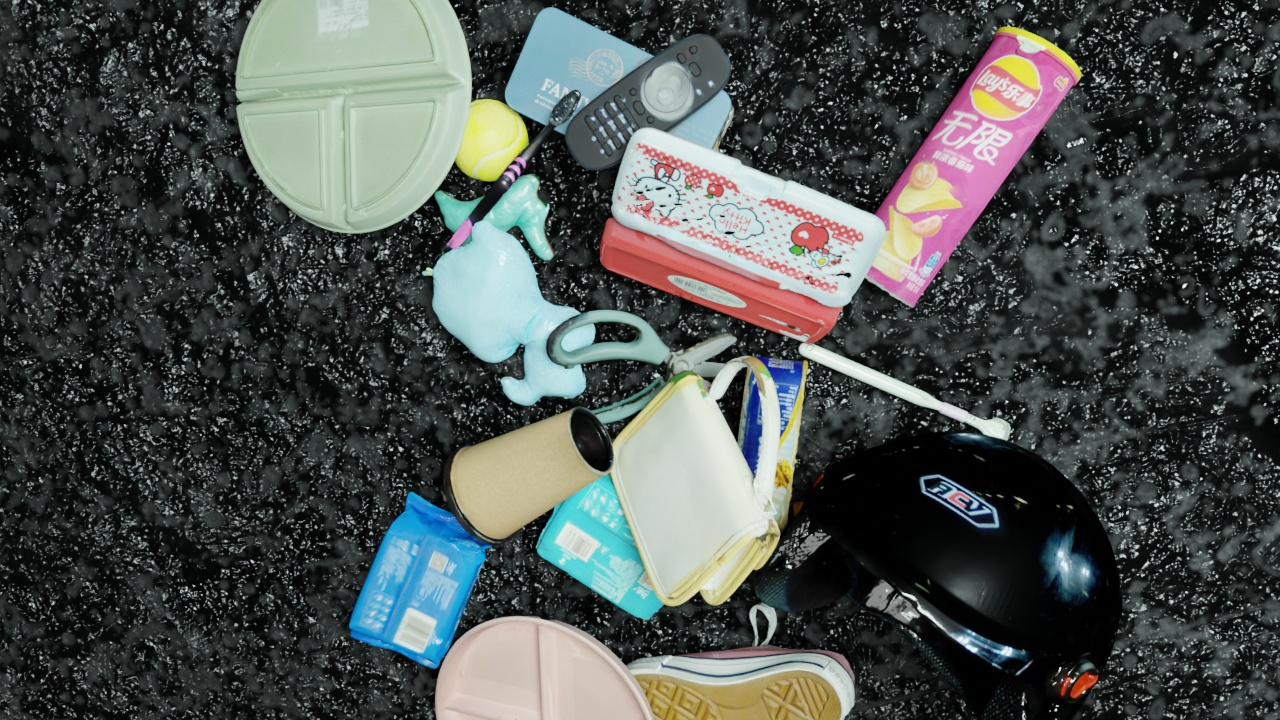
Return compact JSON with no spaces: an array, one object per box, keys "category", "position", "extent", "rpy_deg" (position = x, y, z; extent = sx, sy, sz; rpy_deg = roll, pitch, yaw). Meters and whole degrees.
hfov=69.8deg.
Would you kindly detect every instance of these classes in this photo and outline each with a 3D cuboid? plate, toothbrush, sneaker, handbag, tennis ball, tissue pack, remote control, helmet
[{"category":"plate","position":[-0.085,0.337,0.842],"extent":[0.230,0.028,0.229],"rpy_deg":[5,103,22]},{"category":"toothbrush","position":[0.222,0.027,0.779],"extent":[0.189,0.020,0.029],"rpy_deg":[24,72,2]},{"category":"sneaker","position":[0.082,0.288,0.812],"extent":[0.242,0.087,0.118],"rpy_deg":[-19,91,32]},{"category":"handbag","position":[0.061,0.086,0.725],"extent":[0.063,0.163,0.179],"rpy_deg":[10,132,-37]},{"category":"tennis ball","position":[-0.125,-0.180,0.752],"extent":[0.065,0.065,0.065],"rpy_deg":[1,101,6]},{"category":"tissue pack","position":[-0.017,0.160,0.814],"extent":[0.133,0.050,0.093],"rpy_deg":[34,101,-1]},{"category":"remote control","position":[0.005,-0.194,0.694],"extent":[0.136,0.024,0.053],"rpy_deg":[-32,94,10]},{"category":"helmet","position":[0.232,0.162,0.685],"extent":[0.230,0.275,0.233],"rpy_deg":[-45,55,-9]},{"category":"toothbrush","position":[-0.108,-0.145,0.736],"extent":[0.014,0.017,0.190],"rpy_deg":[39,119,-13]},{"category":"tissue pack","position":[-0.200,0.203,0.843],"extent":[0.095,0.052,0.157],"rpy_deg":[24,103,-1]},{"category":"plate","position":[-0.242,-0.219,0.746],"extent":[0.230,0.027,0.230],"rpy_deg":[2,97,21]}]

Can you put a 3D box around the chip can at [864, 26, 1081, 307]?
[{"category":"chip can","position":[0.246,-0.146,0.715],"extent":[0.071,0.071,0.211],"rpy_deg":[33,103,-1]}]

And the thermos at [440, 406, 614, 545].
[{"category":"thermos","position":[-0.097,0.094,0.778],"extent":[0.143,0.092,0.093],"rpy_deg":[-29,97,24]}]

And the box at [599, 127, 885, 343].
[{"category":"box","position":[0.070,-0.086,0.714],"extent":[0.201,0.063,0.160],"rpy_deg":[21,147,1]}]

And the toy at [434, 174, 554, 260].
[{"category":"toy","position":[-0.117,-0.119,0.782],"extent":[0.092,0.030,0.096],"rpy_deg":[-26,103,13]}]

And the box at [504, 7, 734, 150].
[{"category":"box","position":[-0.020,-0.209,0.737],"extent":[0.184,0.063,0.090],"rpy_deg":[24,102,0]}]

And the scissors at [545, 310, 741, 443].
[{"category":"scissors","position":[-0.004,0.000,0.777],"extent":[0.177,0.019,0.172],"rpy_deg":[-30,118,9]}]

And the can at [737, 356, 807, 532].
[{"category":"can","position":[0.107,0.070,0.772],"extent":[0.049,0.074,0.148],"rpy_deg":[7,102,8]}]

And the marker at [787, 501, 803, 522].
[{"category":"marker","position":[0.123,0.135,0.812],"extent":[0.124,0.015,0.018],"rpy_deg":[-1,96,8]}]

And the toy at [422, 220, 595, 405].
[{"category":"toy","position":[-0.115,-0.038,0.786],"extent":[0.156,0.049,0.162],"rpy_deg":[12,115,-1]}]
